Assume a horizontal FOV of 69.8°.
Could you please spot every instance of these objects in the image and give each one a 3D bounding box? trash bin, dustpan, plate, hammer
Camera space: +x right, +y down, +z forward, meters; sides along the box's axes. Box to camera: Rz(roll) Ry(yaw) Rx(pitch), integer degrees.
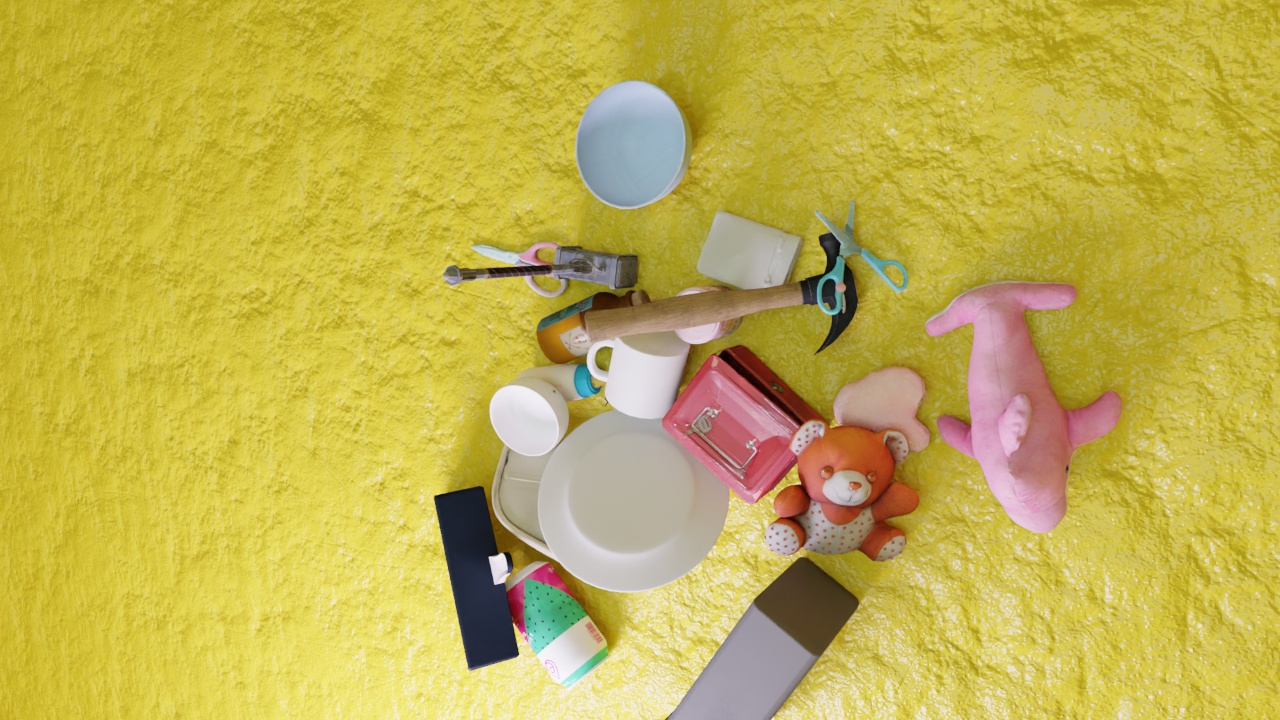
[{"bbox_3d":[0.139,0.360,1.071,0.097,0.191,0.220,38,111,19],"label":"trash bin"},{"bbox_3d":[-0.221,0.296,1.260,0.080,0.274,0.236,-12,76,-13],"label":"dustpan"},{"bbox_3d":[-0.011,0.164,1.139,0.243,0.016,0.242,-5,62,8],"label":"plate"},{"bbox_3d":[0.090,-0.056,1.042,0.305,0.040,0.132,-9,85,0],"label":"hammer"},{"bbox_3d":[-0.122,-0.105,1.070,0.099,0.321,0.044,12,103,27],"label":"hammer"}]

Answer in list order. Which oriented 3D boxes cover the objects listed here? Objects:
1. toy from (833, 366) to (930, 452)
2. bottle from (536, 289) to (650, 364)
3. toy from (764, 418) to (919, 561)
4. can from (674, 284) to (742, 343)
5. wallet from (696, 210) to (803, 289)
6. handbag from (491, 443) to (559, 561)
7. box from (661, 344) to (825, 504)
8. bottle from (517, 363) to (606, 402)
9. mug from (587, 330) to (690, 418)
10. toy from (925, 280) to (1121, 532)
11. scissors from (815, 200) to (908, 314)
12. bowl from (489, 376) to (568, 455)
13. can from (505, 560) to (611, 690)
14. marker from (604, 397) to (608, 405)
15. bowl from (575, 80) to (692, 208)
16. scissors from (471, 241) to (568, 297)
[{"bbox_3d":[0.276,0.061,1.033,0.109,0.053,0.105,-23,97,29],"label":"toy"},{"bbox_3d":[-0.056,-0.051,1.188,0.157,0.067,0.068,-22,86,29],"label":"bottle"},{"bbox_3d":[0.226,0.150,1.026,0.164,0.092,0.173,5,118,2],"label":"toy"},{"bbox_3d":[0.080,-0.057,1.107,0.067,0.076,0.067,4,99,28],"label":"can"},{"bbox_3d":[0.131,-0.125,1.098,0.116,0.032,0.086,27,98,25],"label":"wallet"},{"bbox_3d":[-0.083,0.187,1.241,0.229,0.132,0.183,4,74,25],"label":"handbag"},{"bbox_3d":[0.120,0.077,1.099,0.158,0.086,0.129,44,114,16],"label":"box"},{"bbox_3d":[-0.098,0.030,1.232,0.146,0.051,0.051,-6,94,29],"label":"bottle"},{"bbox_3d":[-0.007,0.007,1.138,0.121,0.090,0.090,13,119,2],"label":"mug"},{"bbox_3d":[0.379,0.049,0.931,0.187,0.127,0.265,-13,86,33],"label":"toy"},{"bbox_3d":[0.247,-0.113,1.023,0.126,0.015,0.136,9,85,0],"label":"scissors"},{"bbox_3d":[-0.140,0.069,1.207,0.105,0.054,0.105,12,117,24],"label":"bowl"},{"bbox_3d":[-0.120,0.364,1.270,0.088,0.088,0.166,-46,75,26],"label":"can"},{"bbox_3d":[-0.012,0.003,1.199,0.019,0.019,0.146,40,114,18],"label":"marker"},{"bbox_3d":[0.002,-0.260,1.121,0.151,0.074,0.150,4,99,28],"label":"bowl"},{"bbox_3d":[-0.170,-0.137,1.269,0.174,0.017,0.077,17,106,25],"label":"scissors"}]
